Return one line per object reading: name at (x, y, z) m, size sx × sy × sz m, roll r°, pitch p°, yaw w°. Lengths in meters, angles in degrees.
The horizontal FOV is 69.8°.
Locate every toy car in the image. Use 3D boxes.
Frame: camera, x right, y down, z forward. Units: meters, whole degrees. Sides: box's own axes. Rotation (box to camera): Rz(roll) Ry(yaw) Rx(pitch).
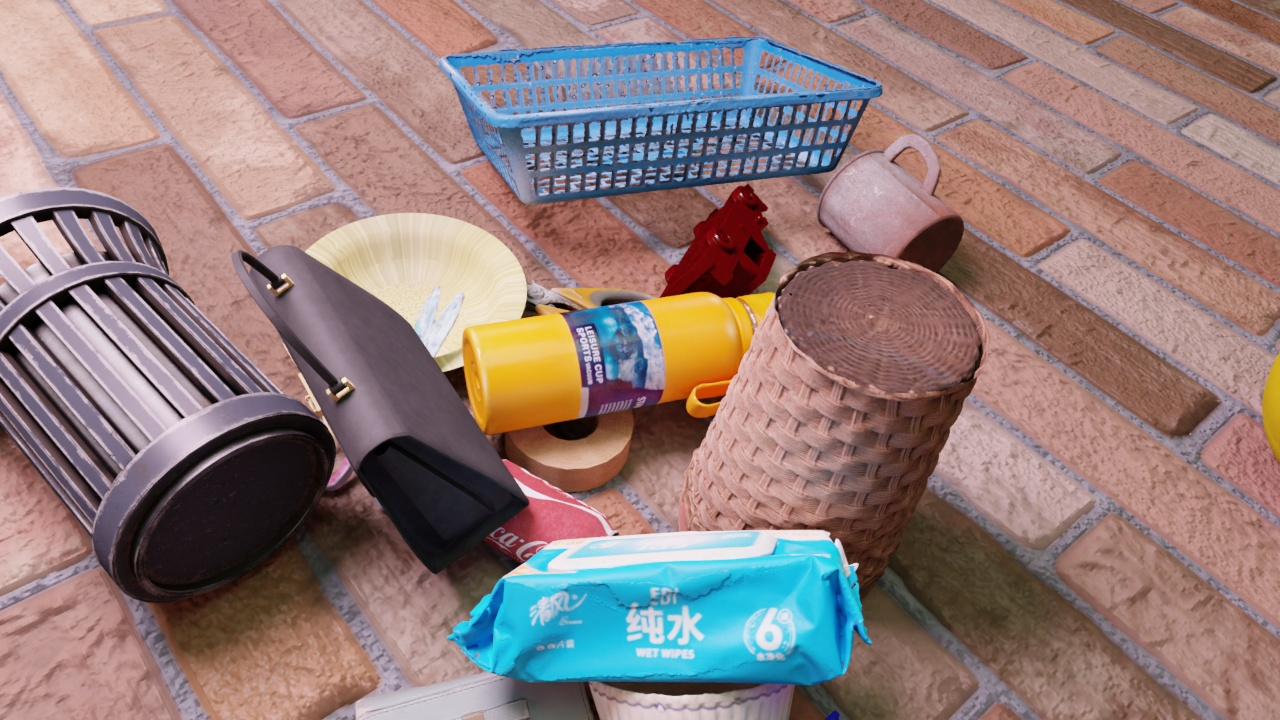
toy car at (0.074, -0.090, 0.789) m, size 0.062 × 0.070 × 0.169 m, roll 44°, pitch 33°, yaw -9°

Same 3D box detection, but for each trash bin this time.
trash bin at (-0.314, 0.024, 0.568) m, size 0.227 × 0.165 × 0.163 m, roll 38°, pitch 52°, yaw 21°
trash bin at (0.112, 0.045, 0.577) m, size 0.151 × 0.211 × 0.151 m, roll 4°, pitch 45°, yaw -5°

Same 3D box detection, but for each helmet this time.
helmet at (0.589, 0.054, 0.702) m, size 0.239 × 0.140 × 0.209 m, roll 1°, pitch 45°, yaw -26°

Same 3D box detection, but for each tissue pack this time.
tissue pack at (0.013, 0.130, 0.493) m, size 0.209 × 0.117 × 0.066 m, roll -5°, pitch 88°, yaw 11°

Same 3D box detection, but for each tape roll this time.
tape roll at (-0.053, 0.050, 0.672) m, size 0.094 × 0.027 × 0.093 m, roll 5°, pitch 46°, yaw -5°

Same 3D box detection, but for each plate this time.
plate at (-0.185, -0.045, 0.736) m, size 0.184 × 0.036 × 0.184 m, roll 4°, pitch 48°, yaw -5°

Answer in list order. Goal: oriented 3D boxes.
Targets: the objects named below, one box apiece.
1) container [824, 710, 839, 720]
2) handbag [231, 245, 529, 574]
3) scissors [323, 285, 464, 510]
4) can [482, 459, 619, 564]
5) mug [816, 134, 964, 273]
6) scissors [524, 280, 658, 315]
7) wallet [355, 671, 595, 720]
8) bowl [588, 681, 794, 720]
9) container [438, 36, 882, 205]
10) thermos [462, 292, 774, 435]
container at (0.108, 0.257, 0.460) m, size 0.084 × 0.085 × 0.113 m, roll -31°, pitch 59°, yaw -32°
handbag at (-0.168, 0.006, 0.526) m, size 0.072 × 0.196 × 0.175 m, roll -37°, pitch 58°, yaw -6°
scissors at (-0.154, 0.024, 0.649) m, size 0.101 × 0.016 × 0.178 m, roll 25°, pitch 69°, yaw 11°
can at (-0.066, 0.108, 0.597) m, size 0.096 × 0.054 × 0.053 m, roll 27°, pitch 48°, yaw 16°
mug at (0.236, -0.141, 0.840) m, size 0.096 × 0.123 × 0.110 m, roll -14°, pitch 51°, yaw -40°
scissors at (-0.070, -0.055, 0.781) m, size 0.229 × 0.016 × 0.113 m, roll 26°, pitch 47°, yaw 18°
wallet at (-0.087, 0.215, 0.496) m, size 0.131 × 0.054 × 0.100 m, roll -13°, pitch 49°, yaw -14°
bowl at (0.029, 0.192, 0.499) m, size 0.115 × 0.115 × 0.062 m, roll -3°, pitch 90°, yaw -12°
container at (0.010, -0.236, 0.881) m, size 0.361 × 0.089 × 0.257 m, roll -10°, pitch 31°, yaw -18°
thermos at (-0.004, 0.004, 0.657) m, size 0.232 × 0.076 × 0.091 m, roll -10°, pitch 86°, yaw -19°
